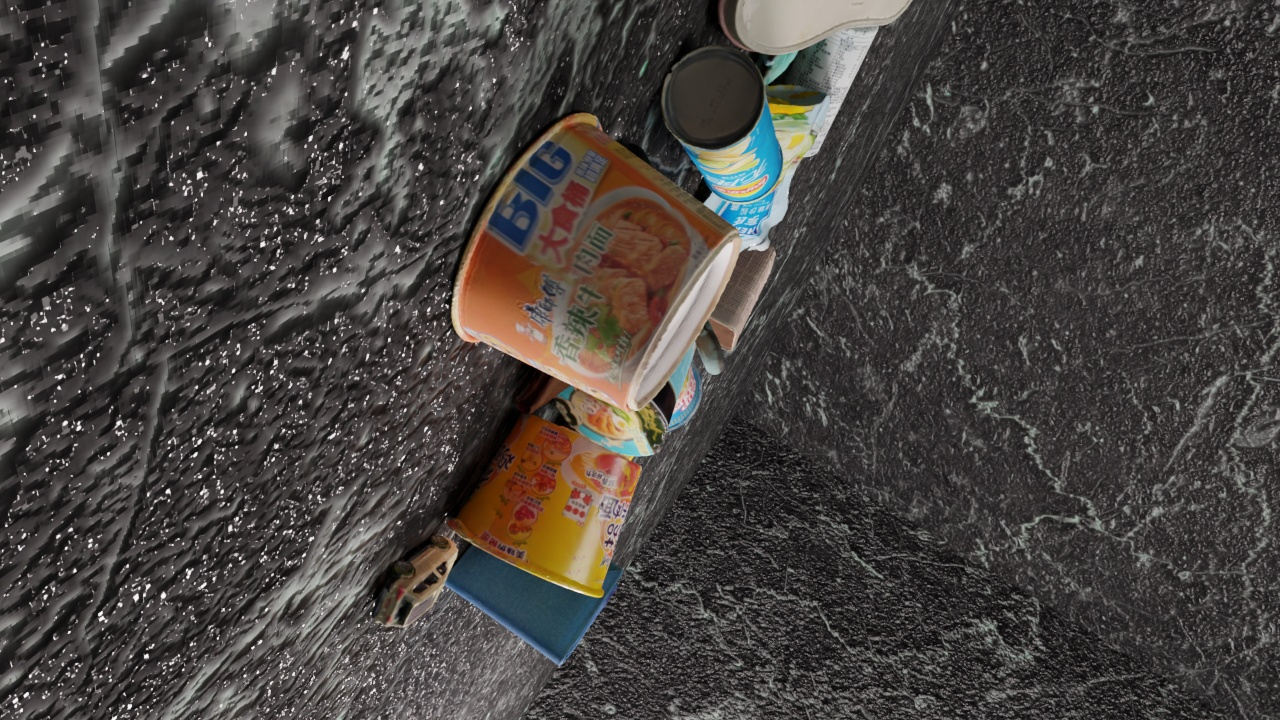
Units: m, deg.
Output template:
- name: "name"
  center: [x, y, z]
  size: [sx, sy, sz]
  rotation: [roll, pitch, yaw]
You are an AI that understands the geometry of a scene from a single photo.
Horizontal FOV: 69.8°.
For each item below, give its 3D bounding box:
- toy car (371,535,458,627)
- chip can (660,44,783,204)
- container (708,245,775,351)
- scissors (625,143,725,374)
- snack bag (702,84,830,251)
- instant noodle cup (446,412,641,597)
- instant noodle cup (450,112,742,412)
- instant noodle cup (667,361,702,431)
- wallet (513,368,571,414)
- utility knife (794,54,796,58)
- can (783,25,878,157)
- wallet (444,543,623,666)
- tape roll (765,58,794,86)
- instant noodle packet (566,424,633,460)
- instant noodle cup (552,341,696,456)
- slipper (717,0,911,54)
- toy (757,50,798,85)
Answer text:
- name: "toy car"
  center: [-0.165, 0.166, 0.689]
  size: [0.042, 0.035, 0.090]
  rotation: [-61, 172, 20]
- name: "chip can"
  center: [0.068, -0.171, 0.698]
  size: [0.071, 0.071, 0.210]
  rotation: [-59, 170, 6]
- name: "container"
  center: [0.093, -0.087, 1.041]
  size: [0.110, 0.090, 0.090]
  rotation: [-60, 171, -11]
- name: "scissors"
  center: [0.018, -0.081, 0.636]
  size: [0.019, 0.170, 0.180]
  rotation: [-21, 144, 3]
- name: "snack bag"
  center: [0.106, -0.171, 0.876]
  size: [0.110, 0.039, 0.191]
  rotation: [-15, 143, -30]
- name: "instant noodle cup"
  center: [-0.069, 0.111, 0.738]
  size: [0.138, 0.138, 0.109]
  rotation: [62, 52, -79]
- name: "instant noodle cup"
  center: [-0.019, -0.048, 0.527]
  size: [0.151, 0.111, 0.151]
  rotation: [-55, 170, -16]
- name: "instant noodle cup"
  center: [0.011, 0.014, 0.950]
  size: [0.099, 0.099, 0.110]
  rotation: [-56, 163, -12]
- name: "wallet"
  center: [-0.042, -0.017, 0.688]
  size: [0.101, 0.032, 0.125]
  rotation: [-41, 171, -38]
- name: "utility knife"
  center: [0.157, -0.332, 0.833]
  size: [0.030, 0.022, 0.220]
  rotation: [-47, 171, -27]
- name: "can"
  center: [0.168, -0.265, 0.857]
  size: [0.058, 0.058, 0.147]
  rotation: [-49, 166, -43]
- name: "wallet"
  center: [-0.096, 0.198, 0.841]
  size: [0.106, 0.133, 0.040]
  rotation: [-51, 168, -30]
- name: "tape roll"
  center: [0.118, -0.253, 0.867]
  size: [0.085, 0.014, 0.086]
  rotation: [-55, 170, -15]
- name: "instant noodle packet"
  center: [-0.052, 0.092, 0.895]
  size: [0.128, 0.044, 0.111]
  rotation: [-57, -151, -3]
- name: "instant noodle cup"
  center: [-0.005, 0.005, 0.822]
  size: [0.111, 0.111, 0.120]
  rotation: [108, 8, -55]
- name: "slipper"
  center: [0.138, -0.290, 0.682]
  size: [0.273, 0.054, 0.114]
  rotation: [-28, 148, -42]
- name: "toy"
  center: [0.127, -0.276, 0.784]
  size: [0.091, 0.030, 0.096]
  rotation: [-58, 179, -16]
